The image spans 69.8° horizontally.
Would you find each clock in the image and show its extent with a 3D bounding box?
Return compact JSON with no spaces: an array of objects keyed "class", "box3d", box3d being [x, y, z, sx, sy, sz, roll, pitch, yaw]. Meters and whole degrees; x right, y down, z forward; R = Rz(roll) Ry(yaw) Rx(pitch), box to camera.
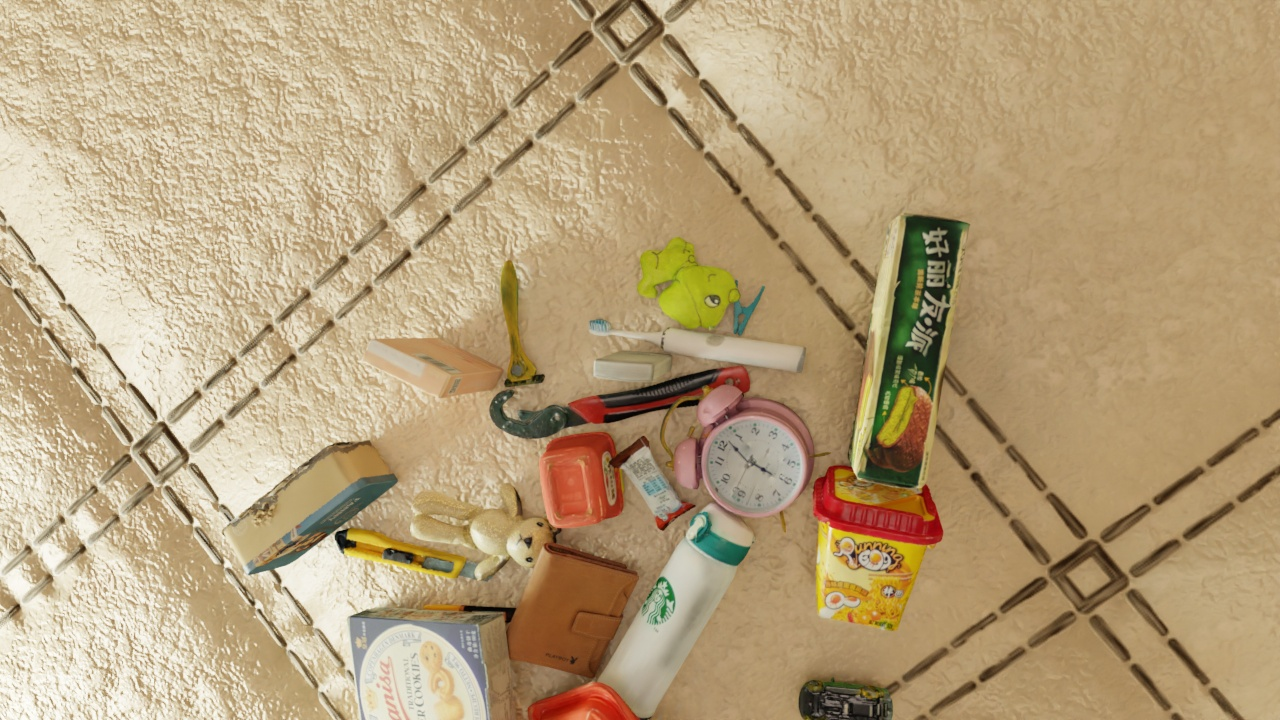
[{"class":"clock","box3d":[0.095,0.089,0.903,0.158,0.059,0.117,28,101,6]}]

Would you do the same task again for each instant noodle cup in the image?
[{"class":"instant noodle cup","box3d":[-0.038,0.421,0.908,0.189,0.078,0.165,52,135,1]},{"class":"instant noodle cup","box3d":[0.215,0.178,0.871,0.116,0.115,0.124,9,106,9]}]

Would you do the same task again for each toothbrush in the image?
[{"class":"toothbrush","box3d":[0.055,-0.017,0.924,0.221,0.026,0.026,9,133,10]}]

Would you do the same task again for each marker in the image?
[{"class":"marker","box3d":[-0.176,0.273,0.988,0.124,0.015,0.018,-1,95,7]}]

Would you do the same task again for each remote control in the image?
[{"class":"remote control","box3d":[-0.005,0.005,0.880,0.056,0.135,0.019,5,95,8]}]

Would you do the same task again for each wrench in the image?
[{"class":"wrench","box3d":[-0.023,0.042,0.943,0.274,0.016,0.056,-8,108,9]}]

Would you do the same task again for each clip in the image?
[{"class":"clip","box3d":[0.103,-0.052,0.920,0.034,0.013,0.055,11,95,10]}]

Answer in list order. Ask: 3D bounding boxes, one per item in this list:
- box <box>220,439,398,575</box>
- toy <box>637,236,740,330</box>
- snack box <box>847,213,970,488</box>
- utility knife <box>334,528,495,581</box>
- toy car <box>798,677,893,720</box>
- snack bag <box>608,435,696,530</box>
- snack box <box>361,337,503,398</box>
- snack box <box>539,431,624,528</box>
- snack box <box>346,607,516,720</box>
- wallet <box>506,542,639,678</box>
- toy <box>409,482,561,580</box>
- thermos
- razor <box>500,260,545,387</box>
[{"class":"box","box3d":[-0.345,0.150,0.972,0.184,0.089,0.063,-35,81,11]},{"class":"toy","box3d":[0.046,-0.074,0.920,0.097,0.031,0.100,-22,87,16]},{"class":"snack box","box3d":[0.243,-0.010,0.847,0.063,0.114,0.240,9,94,8]},{"class":"utility knife","box3d":[-0.245,0.212,0.994,0.190,0.015,0.033,10,98,9]},{"class":"toy car","box3d":[0.203,0.341,0.913,0.091,0.036,0.043,2,94,9]},{"class":"snack bag","box3d":[0.013,0.126,0.925,0.048,0.026,0.104,-36,108,2]},{"class":"snack box","box3d":[-0.199,0.005,0.903,0.084,0.157,0.026,25,95,8]},{"class":"snack box","box3d":[-0.063,0.123,0.925,0.082,0.080,0.091,-9,92,11]},{"class":"snack box","box3d":[-0.216,0.353,0.957,0.183,0.045,0.178,-6,92,28]},{"class":"wallet","box3d":[-0.073,0.258,0.941,0.107,0.031,0.132,20,106,-14]},{"class":"toy","box3d":[-0.163,0.175,0.953,0.157,0.066,0.105,14,78,1]},{"class":"thermos","box3d":[0.036,0.248,0.920,0.073,0.073,0.224,30,97,7]},{"class":"razor","box3d":[-0.131,-0.039,0.957,0.043,0.028,0.132,-7,90,14]}]
